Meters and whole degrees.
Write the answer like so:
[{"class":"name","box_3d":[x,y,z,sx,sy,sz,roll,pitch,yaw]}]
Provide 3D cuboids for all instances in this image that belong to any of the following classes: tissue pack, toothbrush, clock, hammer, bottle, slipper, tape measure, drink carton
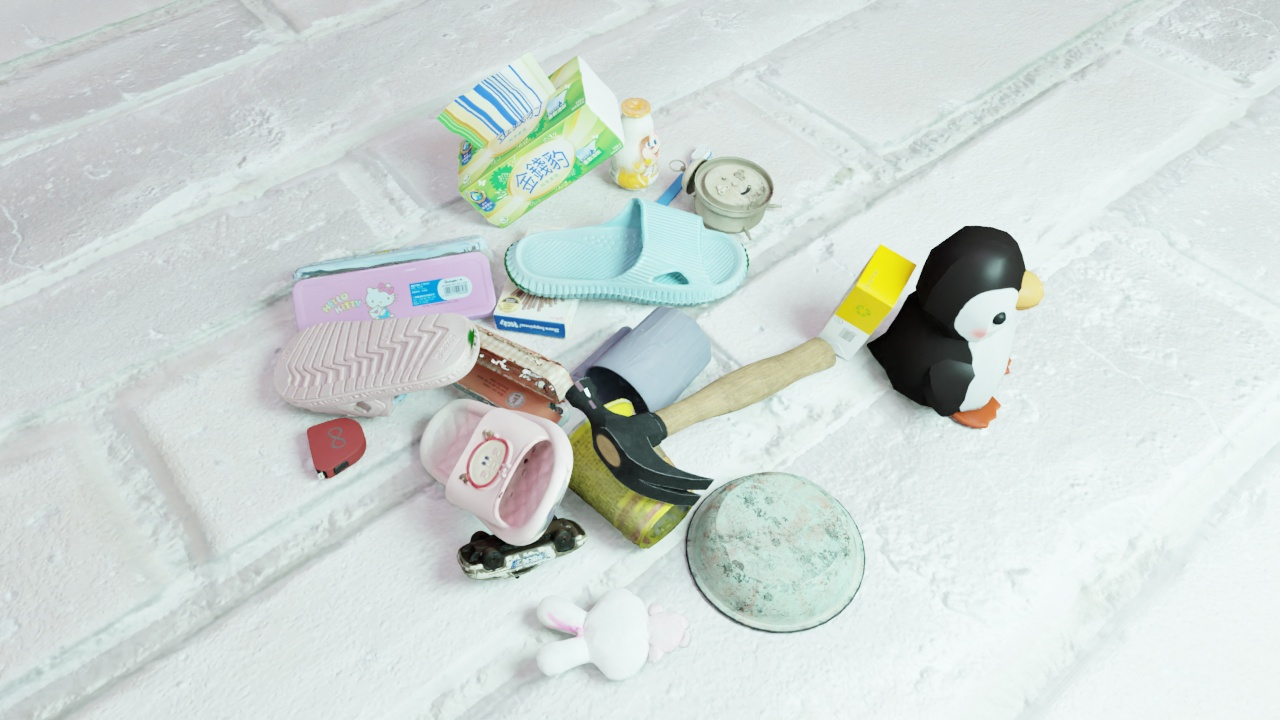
[{"class":"tissue pack","box_3d":[-0.137,-0.267,1.047,0.198,0.141,0.120,-34,44,17]},{"class":"toothbrush","box_3d":[0.043,-0.216,1.131,0.016,0.014,0.166,24,55,20]},{"class":"clock","box_3d":[0.092,-0.201,1.092,0.141,0.055,0.092,33,57,17]},{"class":"hammer","box_3d":[0.084,0.035,0.844,0.304,0.040,0.132,-20,63,-40]},{"class":"bottle","box_3d":[-0.007,-0.262,1.109,0.063,0.109,0.063,1,48,-2]},{"class":"slipper","box_3d":[-0.133,0.085,0.807,0.222,0.055,0.106,20,79,49]},{"class":"slipper","box_3d":[-0.009,-0.117,0.995,0.276,0.070,0.115,-2,55,-13]},{"class":"tape measure","box_3d":[-0.291,0.084,0.886,0.051,0.019,0.059,-16,51,-16]},{"class":"drink carton","box_3d":[0.222,-0.054,0.918,0.040,0.123,0.058,32,63,6]},{"class":"slipper","box_3d":[-0.255,0.010,0.902,0.240,0.064,0.094,-7,56,23]}]

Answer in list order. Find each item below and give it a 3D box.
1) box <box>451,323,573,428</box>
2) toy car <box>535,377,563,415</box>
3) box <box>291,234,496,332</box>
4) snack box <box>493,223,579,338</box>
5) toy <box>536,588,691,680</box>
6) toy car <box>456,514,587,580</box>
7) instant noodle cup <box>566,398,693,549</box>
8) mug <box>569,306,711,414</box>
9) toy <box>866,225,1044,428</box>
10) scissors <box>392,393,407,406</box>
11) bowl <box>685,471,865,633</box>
[{"class":"box","box_3d":[-0.140,0.009,0.881,0.187,0.054,0.076,22,96,37]},{"class":"toy car","box_3d":[-0.096,0.060,0.885,0.037,0.040,0.092,-2,49,2]},{"class":"box","box_3d":[-0.271,-0.090,1.009,0.214,0.062,0.139,-11,47,-7]},{"class":"snack box","box_3d":[-0.104,-0.091,1.023,0.082,0.026,0.149,8,50,7]},{"class":"toy","box_3d":[-0.022,0.223,0.747,0.125,0.037,0.075,-2,46,-3]},{"class":"toy car","box_3d":[-0.101,0.165,0.797,0.112,0.040,0.048,-12,20,-21]},{"class":"instant noodle cup","box_3d":[-0.011,0.105,0.815,0.102,0.102,0.108,-35,66,-25]},{"class":"mug","box_3d":[-0.005,0.005,0.913,0.124,0.084,0.103,9,44,45]},{"class":"toy","box_3d":[0.296,-0.048,0.870,0.140,0.184,0.158,18,53,17]},{"class":"scissors","box_3d":[-0.233,-0.005,0.964,0.140,0.013,0.113,-28,55,-17]},{"class":"bowl","box_3d":[0.118,0.155,0.799,0.157,0.039,0.157,-1,50,1]}]
